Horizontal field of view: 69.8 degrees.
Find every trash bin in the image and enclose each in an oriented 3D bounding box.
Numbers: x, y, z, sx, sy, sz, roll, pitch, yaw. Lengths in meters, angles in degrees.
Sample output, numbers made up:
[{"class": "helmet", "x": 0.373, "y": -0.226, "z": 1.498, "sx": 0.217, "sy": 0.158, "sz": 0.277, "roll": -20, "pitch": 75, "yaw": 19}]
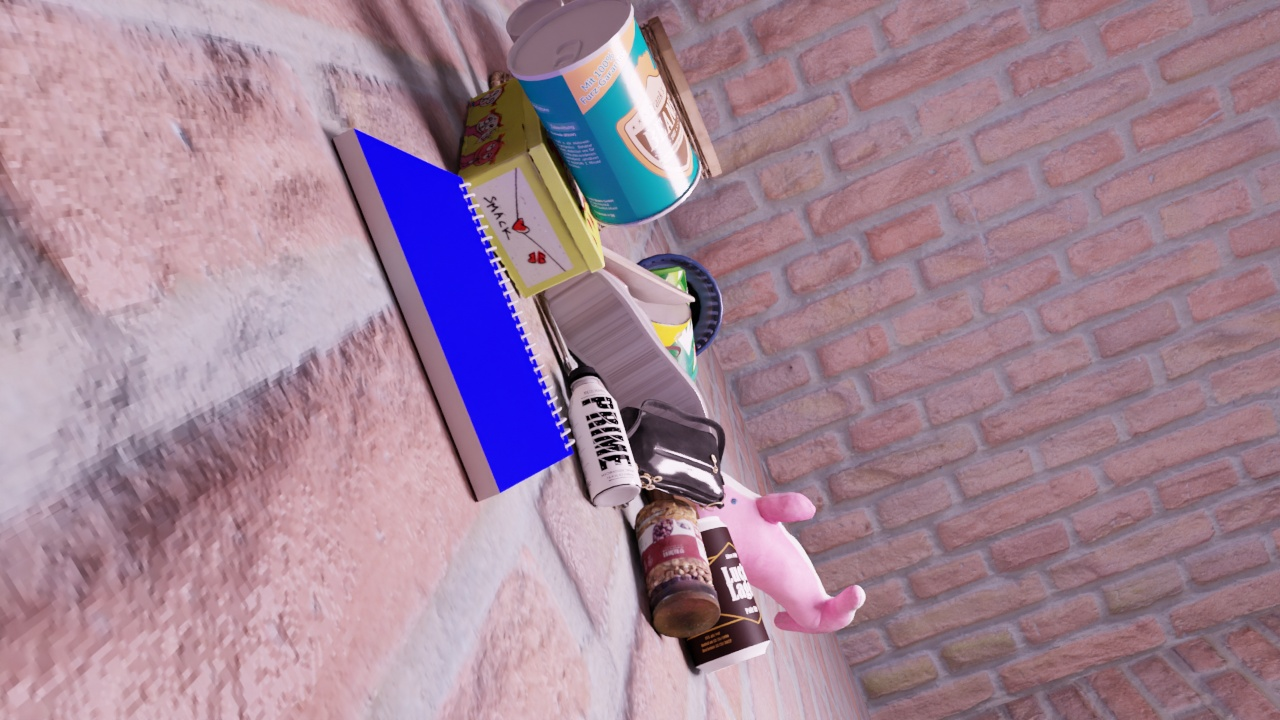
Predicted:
[{"class": "trash bin", "x": 0.041, "y": -0.081, "z": 1.277, "sx": 0.249, "sy": 0.139, "sz": 0.139, "roll": -67, "pitch": 134, "yaw": -81}]

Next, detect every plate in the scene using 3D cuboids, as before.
[{"class": "plate", "x": -0.033, "y": -0.096, "z": 0.937, "sx": 0.188, "sy": 0.027, "sz": 0.188, "roll": 28, "pitch": 6, "yaw": -4}]

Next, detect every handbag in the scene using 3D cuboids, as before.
[{"class": "handbag", "x": 0.027, "y": 0.085, "z": 0.790, "sx": 0.128, "sy": 0.054, "sz": 0.079, "roll": 22, "pitch": 35, "yaw": -35}]

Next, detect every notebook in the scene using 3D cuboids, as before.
[{"class": "notebook", "x": -0.105, "y": -0.027, "z": 0.569, "sx": 0.171, "sy": 0.022, "sz": 0.209, "roll": -11, "pitch": 78, "yaw": -80}]

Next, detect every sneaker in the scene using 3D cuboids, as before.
[{"class": "sneaker", "x": -0.005, "y": 0.005, "z": 0.870, "sx": 0.236, "sy": 0.099, "sz": 0.089, "roll": 59, "pitch": 15, "yaw": -16}]

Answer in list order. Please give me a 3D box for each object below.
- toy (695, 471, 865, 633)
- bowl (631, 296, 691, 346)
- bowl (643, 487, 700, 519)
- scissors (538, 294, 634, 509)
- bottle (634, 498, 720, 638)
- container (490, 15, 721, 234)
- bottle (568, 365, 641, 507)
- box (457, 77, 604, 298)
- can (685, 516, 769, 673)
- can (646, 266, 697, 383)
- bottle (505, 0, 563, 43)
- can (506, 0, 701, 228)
[{"class": "toy", "x": 0.121, "y": 0.229, "z": 1.035, "sx": 0.265, "sy": 0.187, "sz": 0.127, "roll": 45, "pitch": 50, "yaw": -5}, {"class": "bowl", "x": -0.010, "y": -0.048, "z": 1.020, "sx": 0.117, "sy": 0.068, "sz": 0.117, "roll": 20, "pitch": 29, "yaw": -12}, {"class": "bowl", "x": 0.029, "y": 0.141, "z": 0.948, "sx": 0.119, "sy": 0.032, "sz": 0.119, "roll": -22, "pitch": 89, "yaw": -82}, {"class": "scissors", "x": -0.047, "y": 0.036, "z": 0.801, "sx": 0.140, "sy": 0.015, "sz": 0.188, "roll": 54, "pitch": 15, "yaw": -54}, {"class": "bottle", "x": 0.029, "y": 0.173, "z": 0.775, "sx": 0.105, "sy": 0.056, "sz": 0.056, "roll": -104, "pitch": 168, "yaw": -49}, {"class": "container", "x": -0.033, "y": -0.265, "z": 1.059, "sx": 0.226, "sy": 0.196, "sz": 0.227, "roll": -22, "pitch": 89, "yaw": -82}, {"class": "bottle", "x": -0.034, "y": 0.057, "z": 0.735, "sx": 0.041, "sy": 0.041, "sz": 0.116, "roll": 53, "pitch": 16, "yaw": -60}, {"class": "box", "x": -0.095, "y": -0.164, "z": 0.805, "sx": 0.220, "sy": 0.079, "sz": 0.124, "roll": -98, "pitch": 163, "yaw": -58}, {"class": "can", "x": 0.065, "y": 0.215, "z": 0.844, "sx": 0.072, "sy": 0.072, "sz": 0.128, "roll": 46, "pitch": 23, "yaw": -69}, {"class": "can", "x": 0.021, "y": -0.038, "z": 1.115, "sx": 0.083, "sy": 0.083, "sz": 0.144, "roll": -58, "pitch": 141, "yaw": -80}, {"class": "bottle", "x": -0.053, "y": -0.231, "z": 0.829, "sx": 0.195, "sy": 0.052, "sz": 0.052, "roll": 57, "pitch": 13, "yaw": -49}, {"class": "can", "x": -0.024, "y": -0.189, "z": 0.706, "sx": 0.099, "sy": 0.099, "sz": 0.144, "roll": -104, "pitch": 167, "yaw": -47}]
